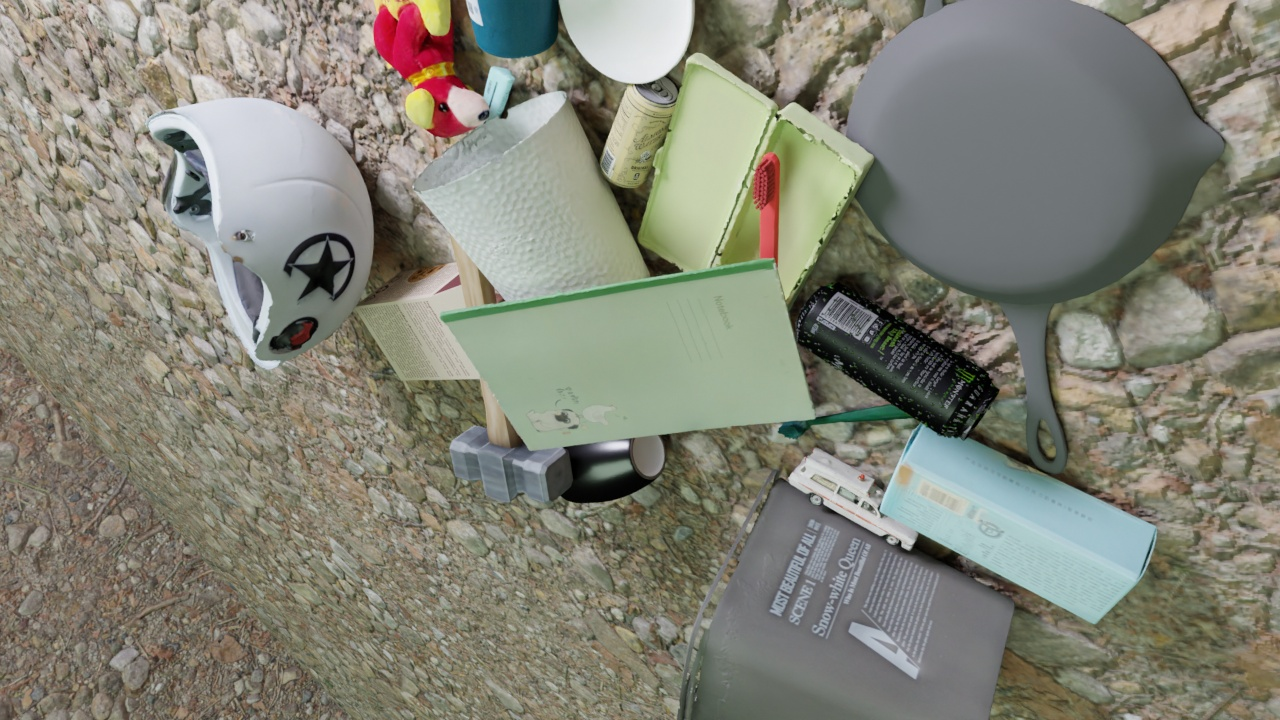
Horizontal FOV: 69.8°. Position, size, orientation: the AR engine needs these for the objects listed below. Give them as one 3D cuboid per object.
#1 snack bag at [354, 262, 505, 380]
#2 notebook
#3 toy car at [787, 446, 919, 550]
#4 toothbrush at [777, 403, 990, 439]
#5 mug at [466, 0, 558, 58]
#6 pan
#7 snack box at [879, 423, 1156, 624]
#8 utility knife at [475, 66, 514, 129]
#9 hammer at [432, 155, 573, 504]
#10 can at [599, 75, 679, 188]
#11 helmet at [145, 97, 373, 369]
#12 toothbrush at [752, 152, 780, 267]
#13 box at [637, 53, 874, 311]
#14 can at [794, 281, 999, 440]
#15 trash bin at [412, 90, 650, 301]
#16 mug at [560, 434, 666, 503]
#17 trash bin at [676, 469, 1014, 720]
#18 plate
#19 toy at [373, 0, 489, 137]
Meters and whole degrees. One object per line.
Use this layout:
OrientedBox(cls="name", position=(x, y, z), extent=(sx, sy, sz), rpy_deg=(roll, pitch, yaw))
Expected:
OrientedBox(cls="snack bag", position=(-0.180, -0.039, 0.908), extent=(0.207, 0.069, 0.094), rpy_deg=(-2, 124, 43))
OrientedBox(cls="notebook", position=(-0.004, 0.004, 0.710), extent=(0.253, 0.010, 0.182), rpy_deg=(-8, 138, 16))
OrientedBox(cls="toy car", position=(0.181, 0.112, 0.761), extent=(0.113, 0.039, 0.039), rpy_deg=(28, 119, 18))
OrientedBox(cls="toothbrush", position=(0.178, 0.044, 0.703), extent=(0.190, 0.017, 0.016), rpy_deg=(-14, 118, 51))
OrientedBox(cls="mug", position=(-0.088, -0.267, 0.603), extent=(0.078, 0.078, 0.122), rpy_deg=(27, 145, 20))
OrientedBox(cls="pan", position=(0.227, -0.060, 0.560), extent=(0.217, 0.024, 0.355), rpy_deg=(5, 129, 40))
OrientedBox(cls="snack box", position=(0.267, 0.115, 0.666), extent=(0.175, 0.053, 0.075), rpy_deg=(28, 147, 20))
OrientedBox(cls="utility knife", position=(-0.134, -0.183, 0.776), extent=(0.022, 0.015, 0.178), rpy_deg=(45, 146, 5))
OrientedBox(cls="hammer", position=(-0.137, -0.021, 0.818), extent=(0.117, 0.051, 0.323), rpy_deg=(10, 120, 32))
OrientedBox(cls="can", position=(-0.001, -0.163, 0.652), extent=(0.038, 0.038, 0.080), rpy_deg=(38, 143, 7))
OrientedBox(cls="helmet", position=(-0.347, -0.126, 0.892), extent=(0.236, 0.163, 0.265), rpy_deg=(46, 145, 31))
OrientedBox(cls="toothbrush", position=(0.088, -0.053, 0.646), extent=(0.012, 0.017, 0.213), rpy_deg=(25, 146, 27))
OrientedBox(cls="box", position=(0.069, -0.109, 0.638), extent=(0.137, 0.024, 0.188), rpy_deg=(33, 148, 11))
OrientedBox(cls="can", position=(0.172, -0.001, 0.629), extent=(0.138, 0.053, 0.054), rpy_deg=(35, 143, 22))
OrientedBox(cls="trash bin", position=(-0.074, -0.102, 0.711), extent=(0.133, 0.133, 0.161), rpy_deg=(-3, 129, 44))
OrientedBox(cls="mug", position=(-0.032, 0.078, 0.892), extent=(0.100, 0.084, 0.119), rpy_deg=(-12, 88, 41))
OrientedBox(cls="trash bin", position=(0.173, 0.245, 0.779), extent=(0.220, 0.196, 0.198), rpy_deg=(21, 137, 17))
OrientedBox(cls="plate", position=(-0.005, -0.234, 0.592), extent=(0.104, 0.026, 0.104), rpy_deg=(21, 131, 26))
OrientedBox(cls="toy", position=(-0.171, -0.240, 0.713), extent=(0.106, 0.067, 0.137), rpy_deg=(5, 119, 51))
